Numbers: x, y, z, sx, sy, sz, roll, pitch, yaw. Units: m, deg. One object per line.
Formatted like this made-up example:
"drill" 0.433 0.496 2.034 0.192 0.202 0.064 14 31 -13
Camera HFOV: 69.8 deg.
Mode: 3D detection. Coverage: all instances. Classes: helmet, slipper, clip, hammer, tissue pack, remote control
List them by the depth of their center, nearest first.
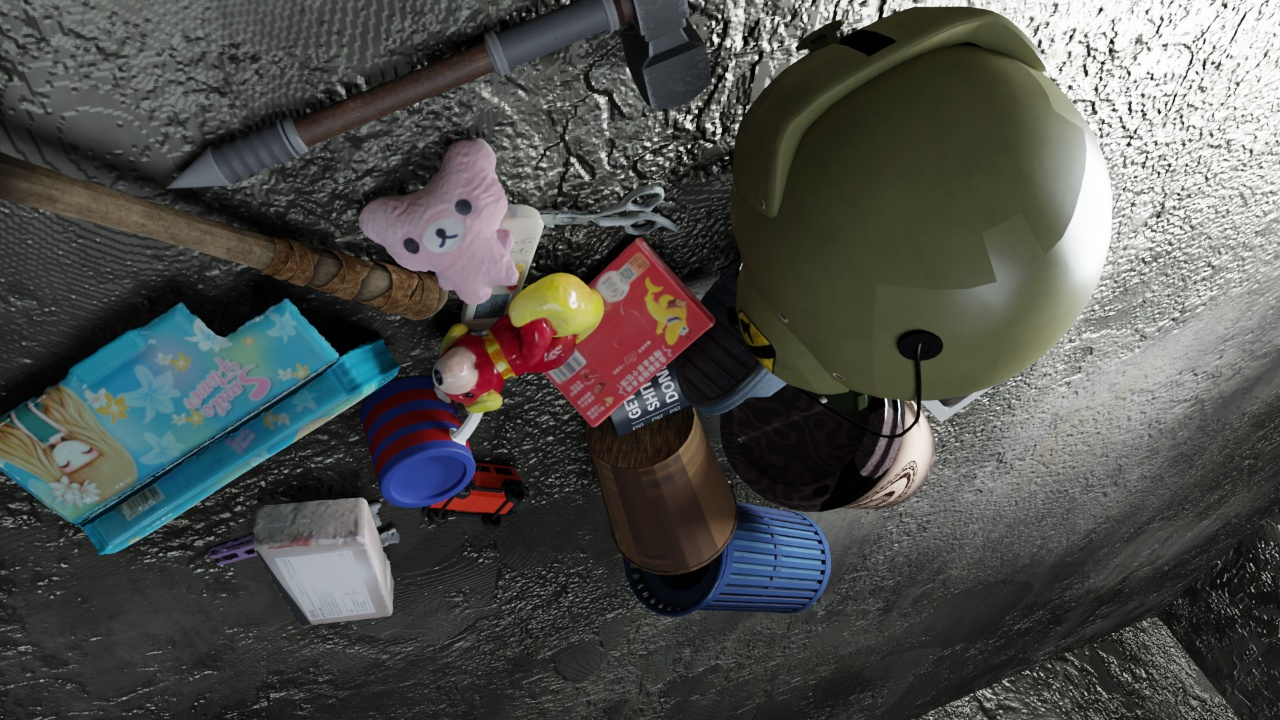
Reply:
"hammer" -0.118 -0.161 0.526 0.322 0.043 0.156 -23 145 -2
"hammer" -0.244 -0.071 0.536 0.122 0.049 0.318 -25 155 32
"helmet" 0.164 -0.100 0.578 0.250 0.255 0.233 -29 146 0
"remote control" -0.102 -0.064 0.663 0.038 0.018 0.126 -6 148 -26
"slipper" 0.134 -0.056 0.736 0.263 0.101 0.082 -48 135 -2
"clip" -0.351 0.164 0.802 0.053 0.013 0.037 -25 144 2
"tissue pack" -0.276 0.178 0.834 0.104 0.071 0.182 -6 142 -8

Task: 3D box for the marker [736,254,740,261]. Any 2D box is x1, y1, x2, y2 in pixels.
"marker" 0.104 -0.054 0.811 0.025 0.025 0.126 -26 145 -2

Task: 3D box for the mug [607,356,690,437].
"mug" -0.005 0.005 0.787 0.077 0.071 0.105 -24 118 -5

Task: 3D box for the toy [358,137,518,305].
"toy" -0.119 -0.082 0.590 0.099 0.096 0.052 -32 -171 7

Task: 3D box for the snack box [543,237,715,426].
"snack box" -0.019 -0.021 0.728 0.133 0.089 0.021 -41 -178 19

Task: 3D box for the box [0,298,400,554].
"box" -0.293 0.046 0.623 0.227 0.083 0.172 -31 154 6

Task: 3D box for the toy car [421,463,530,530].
"toy car" -0.153 0.121 0.845 0.100 0.048 0.051 14 129 -42

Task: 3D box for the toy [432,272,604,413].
"toy" -0.089 -0.014 0.686 0.137 0.067 0.105 -33 156 -3

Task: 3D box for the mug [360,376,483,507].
"mug" -0.164 0.054 0.730 0.112 0.076 0.075 -38 143 15

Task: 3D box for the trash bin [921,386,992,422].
"trash bin" 0.261 -0.051 0.839 0.115 0.114 0.228 -39 143 15

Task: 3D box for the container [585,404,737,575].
"container" 0.016 0.107 0.879 0.132 0.132 0.167 -24 139 -5

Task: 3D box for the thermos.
"thermos" 0.203 0.075 0.926 0.173 0.172 0.226 -40 149 18

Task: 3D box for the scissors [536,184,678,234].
"scissors" -0.045 -0.101 0.670 0.171 0.014 0.090 -13 159 -4

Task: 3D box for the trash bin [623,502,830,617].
"trash bin" 0.113 0.231 1.081 0.139 0.139 0.249 -45 143 23
